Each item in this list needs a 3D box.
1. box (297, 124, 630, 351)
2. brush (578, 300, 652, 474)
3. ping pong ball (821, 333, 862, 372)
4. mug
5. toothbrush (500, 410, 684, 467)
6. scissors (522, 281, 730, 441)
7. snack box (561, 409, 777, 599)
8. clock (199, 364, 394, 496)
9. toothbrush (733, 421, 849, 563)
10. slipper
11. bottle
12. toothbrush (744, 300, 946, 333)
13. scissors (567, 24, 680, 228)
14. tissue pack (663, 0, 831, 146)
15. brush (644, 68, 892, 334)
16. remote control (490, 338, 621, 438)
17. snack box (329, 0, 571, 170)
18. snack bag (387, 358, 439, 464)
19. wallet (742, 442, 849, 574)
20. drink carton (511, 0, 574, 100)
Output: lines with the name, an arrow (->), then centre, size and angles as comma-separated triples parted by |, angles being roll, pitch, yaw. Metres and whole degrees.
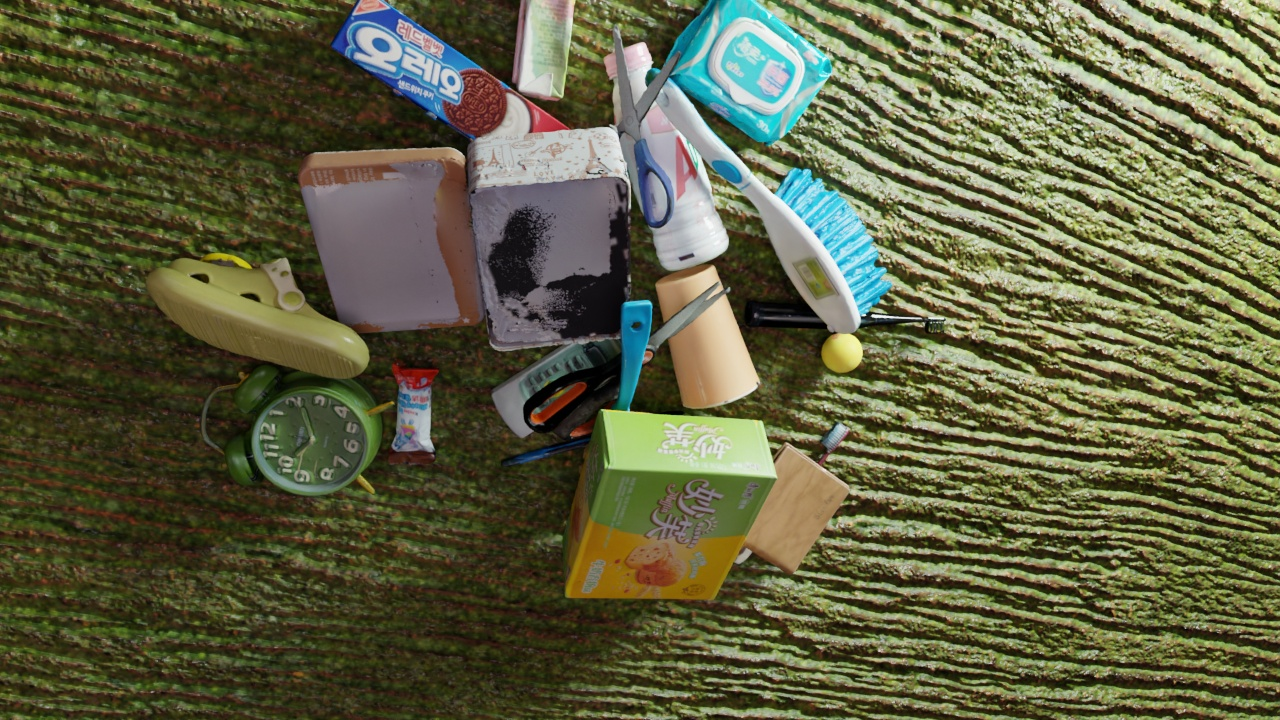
box -> -0.141, -0.096, 0.777 | 0.259, 0.082, 0.177 | -4, 134, -6
brush -> -0.012, 0.040, 0.829 | 0.083, 0.045, 0.255 | -7, 141, -12
ping pong ball -> 0.202, -0.008, 0.920 | 0.040, 0.040, 0.040 | -3, 106, -10
mug -> 0.060, -0.025, 0.873 | 0.078, 0.078, 0.123 | -19, 103, -6
toothbrush -> -0.046, 0.080, 0.912 | 0.189, 0.014, 0.016 | -15, 131, -6
scissors -> -0.018, 0.000, 0.830 | 0.148, 0.021, 0.235 | 3, 138, -35
snack box -> 0.018, 0.143, 0.864 | 0.157, 0.070, 0.211 | 5, 134, -14
clock -> -0.312, 0.064, 0.832 | 0.161, 0.056, 0.116 | 12, 102, -14
toothbrush -> 0.156, 0.140, 0.967 | 0.017, 0.016, 0.187 | 37, 96, -10
slipper -> -0.321, -0.045, 0.795 | 0.190, 0.092, 0.081 | 20, 61, -6
bottle -> 0.019, -0.182, 0.824 | 0.068, 0.068, 0.197 | -22, 106, -5
toothbrush -> 0.209, -0.041, 0.920 | 0.212, 0.026, 0.027 | 3, 81, -12
scissors -> -0.010, -0.191, 0.787 | 0.012, 0.163, 0.174 | -35, 103, -46
tissue pack -> 0.094, -0.264, 0.822 | 0.133, 0.050, 0.093 | 30, 99, -17
brush -> 0.122, -0.149, 0.832 | 0.314, 0.061, 0.109 | 54, 53, -17
remote control -> -0.076, 0.019, 0.884 | 0.135, 0.019, 0.056 | -32, 109, -1
snack box -> -0.157, -0.227, 0.780 | 0.207, 0.057, 0.058 | 31, 97, -18
snack bag -> -0.213, 0.049, 0.863 | 0.045, 0.026, 0.105 | 2, 107, -15
wallet -> 0.152, 0.154, 0.950 | 0.101, 0.020, 0.115 | 34, 94, -24
drink carton -> -0.081, -0.286, 0.780 | 0.045, 0.053, 0.122 | 7, 104, -11
